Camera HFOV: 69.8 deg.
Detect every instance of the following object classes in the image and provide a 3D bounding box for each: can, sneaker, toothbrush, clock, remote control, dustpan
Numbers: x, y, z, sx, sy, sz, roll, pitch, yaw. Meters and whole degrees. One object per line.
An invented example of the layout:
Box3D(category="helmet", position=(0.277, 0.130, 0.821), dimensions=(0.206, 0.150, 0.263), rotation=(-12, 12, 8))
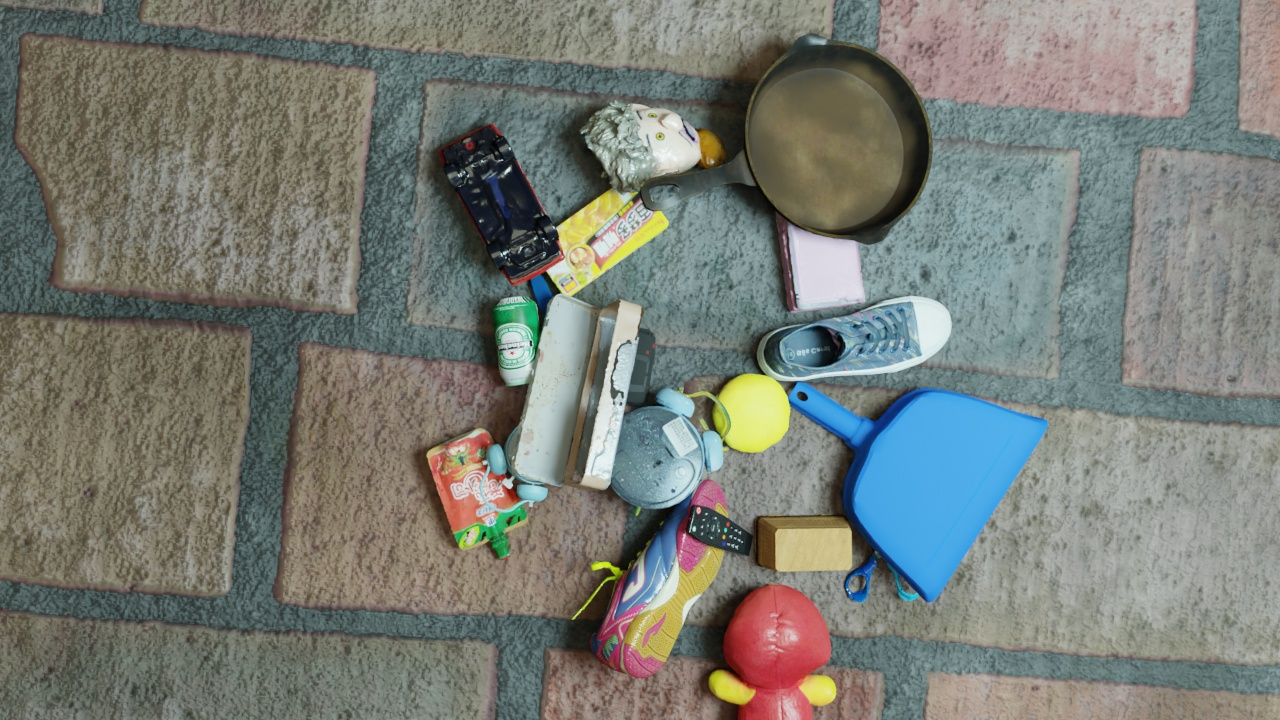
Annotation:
Box3D(category="can", position=(-0.141, -0.022, 1.066), dimensions=(0.053, 0.053, 0.101), rotation=(-7, 89, -3))
Box3D(category="sneaker", position=(0.257, -0.021, 1.076), dimensions=(0.235, 0.079, 0.087), rotation=(-11, 90, -3))
Box3D(category="toothbrush", position=(-0.102, -0.045, 1.087), dimensions=(0.021, 0.016, 0.132), rotation=(-23, 91, -6))
Box3D(category="clock", position=(0.030, 0.100, 1.060), dimensions=(0.162, 0.060, 0.118), rotation=(-33, 87, 6))
Box3D(category="remote control", position=(0.092, 0.198, 1.059), dimensions=(0.124, 0.010, 0.039), rotation=(32, 65, -44))
Box3D(category="dustpan", position=(0.289, 0.104, 1.069), dimensions=(0.257, 0.059, 0.245), rotation=(33, 91, 5))
Box3D(category="clock", position=(-0.134, 0.121, 1.056), dimensions=(0.087, 0.042, 0.123), rotation=(44, 67, -8))
Box3D(category="sneaker", position=(0.016, 0.239, 1.057), dimensions=(0.116, 0.091, 0.241), rotation=(47, 62, -33))

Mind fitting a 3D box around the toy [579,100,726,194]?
Box3D(category="toy", position=(0.020, -0.251, 1.059), dimensions=(0.175, 0.076, 0.132), rotation=(-4, 61, -20))

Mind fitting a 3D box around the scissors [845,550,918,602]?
Box3D(category="scissors", position=(0.277, 0.232, 1.096), dimensions=(0.103, 0.015, 0.133), rotation=(-20, 90, 13))

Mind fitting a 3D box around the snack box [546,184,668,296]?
Box3D(category="snack box", position=(-0.048, -0.147, 1.086), dimensions=(0.152, 0.025, 0.075), rotation=(-36, 91, -3))

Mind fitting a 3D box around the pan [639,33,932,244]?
Box3D(category="pan", position=(0.163, -0.229, 1.045), dimensions=(0.355, 0.043, 0.248), rotation=(-19, 90, -13))

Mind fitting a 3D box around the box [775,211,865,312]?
Box3D(category="box", position=(0.209, -0.177, 1.092), dimensions=(0.098, 0.046, 0.233), rotation=(-6, 89, -2))

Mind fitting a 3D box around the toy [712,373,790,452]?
Box3D(category="toy", position=(0.132, 0.062, 1.087), dimensions=(0.094, 0.041, 0.095), rotation=(29, 89, -5))

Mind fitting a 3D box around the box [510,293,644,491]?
Box3D(category="box", position=(-0.059, 0.035, 1.028), dimensions=(0.095, 0.108, 0.216), rotation=(24, 71, -43))

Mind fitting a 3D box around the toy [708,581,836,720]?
Box3D(category="toy", position=(0.158, 0.366, 1.061), dimensions=(0.147, 0.099, 0.216), rotation=(-2, 94, -11))

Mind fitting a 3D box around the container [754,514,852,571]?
Box3D(category="container", position=(0.196, 0.217, 1.078), dimensions=(0.114, 0.061, 0.063), rotation=(0, 89, -3))

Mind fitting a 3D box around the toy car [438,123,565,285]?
Box3D(category="toy car", position=(-0.160, -0.181, 1.060), dimensions=(0.081, 0.056, 0.189), rotation=(-29, 80, -2))

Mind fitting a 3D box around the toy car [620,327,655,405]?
Box3D(category="toy car", position=(-0.006, 0.006, 1.082), dimensions=(0.042, 0.036, 0.091), rotation=(10, 89, -3))

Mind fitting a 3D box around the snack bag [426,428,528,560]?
Box3D(category="snack bag", position=(-0.188, 0.162, 1.073), dimensions=(0.087, 0.044, 0.155), rotation=(-23, 97, -15))
